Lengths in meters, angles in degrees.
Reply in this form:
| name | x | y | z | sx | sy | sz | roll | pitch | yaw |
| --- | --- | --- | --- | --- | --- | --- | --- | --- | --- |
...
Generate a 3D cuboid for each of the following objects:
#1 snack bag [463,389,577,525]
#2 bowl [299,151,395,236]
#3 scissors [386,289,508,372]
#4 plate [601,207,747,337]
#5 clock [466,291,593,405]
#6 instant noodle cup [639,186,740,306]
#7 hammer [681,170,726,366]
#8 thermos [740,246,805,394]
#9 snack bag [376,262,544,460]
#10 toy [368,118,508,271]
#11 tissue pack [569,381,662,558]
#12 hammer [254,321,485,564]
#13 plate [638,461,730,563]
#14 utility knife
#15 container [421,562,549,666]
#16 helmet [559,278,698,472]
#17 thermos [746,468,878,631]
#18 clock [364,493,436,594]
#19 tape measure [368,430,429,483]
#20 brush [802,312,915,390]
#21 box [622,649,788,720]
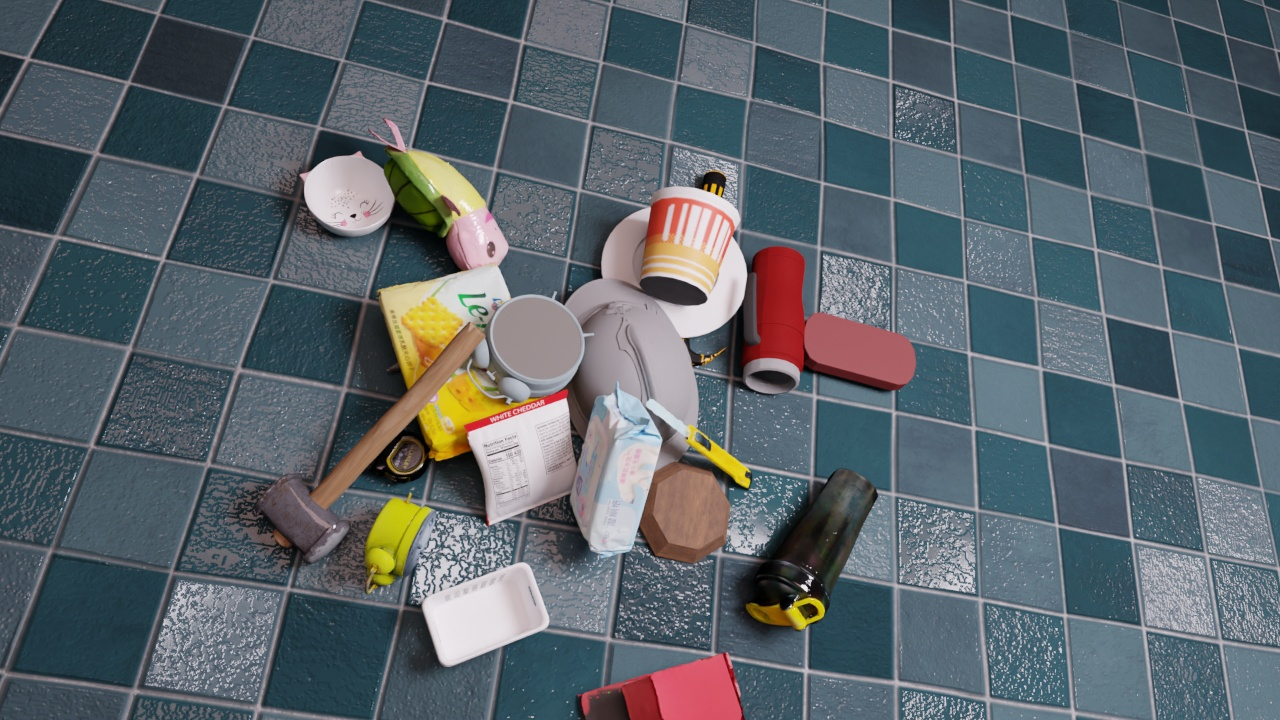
| name | x | y | z | sx | sy | sz | roll | pitch | yaw |
| --- | --- | --- | --- | --- | --- | --- | --- | --- | --- |
| snack bag | -0.136 | 0.119 | 1.103 | 0.130 | 0.144 | 0.039 | -19 | 29 | -22 |
| bowl | -0.384 | -0.210 | 1.217 | 0.114 | 0.051 | 0.114 | 6 | 65 | -13 |
| scissors | -0.222 | -0.008 | 1.192 | 0.201 | 0.015 | 0.204 | -34 | 80 | -26 |
| plate | 0.049 | -0.130 | 1.287 | 0.208 | 0.015 | 0.208 | 3 | 68 | -8 |
| clock | -0.138 | -0.013 | 1.109 | 0.122 | 0.045 | 0.158 | 48 | 58 | 5 |
| instant noodle cup | 0.059 | -0.147 | 1.226 | 0.123 | 0.124 | 0.121 | 17 | 74 | -7 |
| hammer | 0.086 | -0.139 | 1.324 | 0.123 | 0.036 | 0.319 | 17 | 65 | -7 |
| thermos | 0.181 | -0.063 | 1.278 | 0.108 | 0.084 | 0.198 | 35 | 52 | -40 |
| snack bag | -0.220 | 0.004 | 1.139 | 0.159 | 0.068 | 0.247 | -14 | 73 | -24 |
| toy | -0.265 | -0.213 | 1.202 | 0.088 | 0.190 | 0.238 | -40 | 110 | 1 |
| tissue pack | -0.032 | 0.126 | 1.081 | 0.070 | 0.182 | 0.112 | 7 | 22 | -17 |
| hammer | -0.296 | 0.085 | 1.047 | 0.098 | 0.052 | 0.328 | 43 | 86 | 6 |
| plate | 0.058 | 0.190 | 1.163 | 0.131 | 0.025 | 0.131 | 6 | 71 | -17 |
| utility knife | 0.077 | 0.106 | 1.155 | 0.224 | 0.019 | 0.030 | 36 | 42 | -34 |
| container | -0.178 | 0.292 | 1.048 | 0.129 | 0.050 | 0.080 | -16 | 72 | -21 |
| helmet | -0.007 | 0.007 | 1.167 | 0.183 | 0.118 | 0.271 | -15 | 80 | -16 |
| thermos | 0.224 | 0.238 | 1.159 | 0.098 | 0.098 | 0.220 | 39 | 58 | 4 |
| clock | -0.277 | 0.211 | 1.040 | 0.057 | 0.083 | 0.118 | 23 | 59 | 2 |
| tape measure | -0.286 | 0.117 | 1.107 | 0.061 | 0.034 | 0.061 | 23 | 64 | -1 |
| brush | 0.307 | -0.009 | 1.319 | 0.173 | 0.042 | 0.082 | 15 | 64 | -8 |
| box | 0.112 | 0.487 | 1.160 | 0.171 | 0.479 | 0.214 | -18 | 71 | 3 |
